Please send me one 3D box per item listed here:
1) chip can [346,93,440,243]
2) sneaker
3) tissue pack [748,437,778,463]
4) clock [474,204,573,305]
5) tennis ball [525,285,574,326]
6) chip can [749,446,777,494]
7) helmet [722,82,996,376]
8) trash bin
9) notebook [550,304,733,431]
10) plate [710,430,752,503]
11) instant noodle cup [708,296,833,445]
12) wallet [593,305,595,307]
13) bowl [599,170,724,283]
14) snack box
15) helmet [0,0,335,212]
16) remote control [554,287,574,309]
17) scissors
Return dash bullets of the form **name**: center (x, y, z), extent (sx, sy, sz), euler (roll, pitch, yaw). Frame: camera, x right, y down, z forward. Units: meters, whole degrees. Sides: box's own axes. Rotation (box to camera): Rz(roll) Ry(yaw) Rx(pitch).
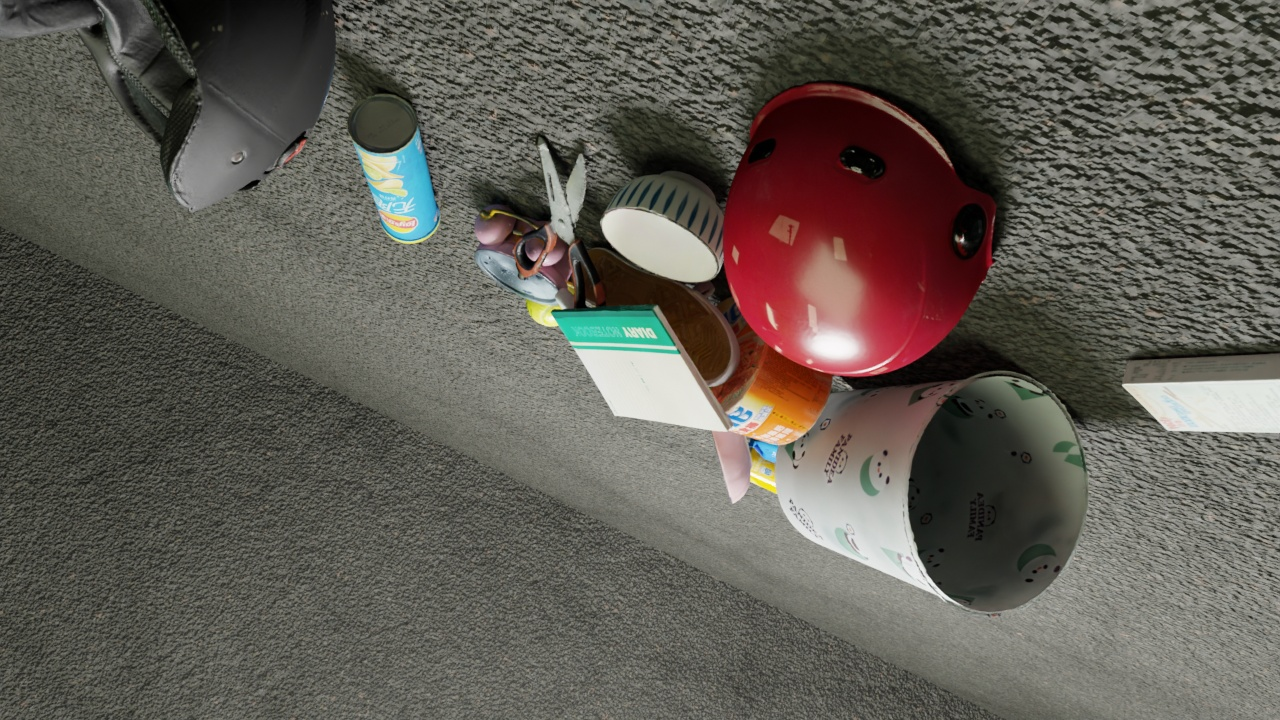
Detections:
- **chip can**: center (-0.266, -0.204, 1.010), extent (0.071, 0.071, 0.210), euler (25, 162, 2)
- **sneaker**: center (0.026, -0.046, 0.997), extent (0.241, 0.118, 0.087), euler (36, -170, 36)
- **tissue pack**: center (0.222, 0.095, 1.147), extent (0.157, 0.094, 0.052), euler (19, 155, 20)
- **clock**: center (-0.134, -0.127, 1.066), extent (0.117, 0.059, 0.158), euler (22, 163, 15)
- **tennis ball**: center (-0.113, -0.076, 1.168), extent (0.065, 0.065, 0.065), euler (23, 162, 8)
- **chip can**: center (0.257, 0.188, 1.395), extent (0.213, 0.072, 0.072), euler (25, 162, 7)
- **helmet**: center (0.149, -0.077, 0.700), extent (0.207, 0.143, 0.240), euler (16, 159, 35)
- **trash bin**: center (0.284, 0.125, 0.965), extent (0.229, 0.229, 0.252), euler (33, 167, -21)
- **notebook**: center (-0.006, 0.006, 0.957), extent (0.209, 0.012, 0.150), euler (3, 130, 57)
- **plate**: center (0.103, 0.077, 1.126), extent (0.039, 0.192, 0.192), euler (-15, 155, 3)
- **instant noodle cup**: center (0.127, 0.018, 0.992), extent (0.111, 0.151, 0.152), euler (25, 164, -27)
- **wallet**: center (0.000, -0.040, 1.135), extent (0.087, 0.024, 0.115), euler (44, 157, -30)
- **bowl**: center (0.029, -0.128, 0.832), extent (0.116, 0.066, 0.116), euler (22, 162, 8)
- **snack box**: center (0.478, 0.027, 0.722), extent (0.084, 0.026, 0.157), euler (35, 160, -27)
- **helmet**: center (-0.360, -0.260, 0.732), extent (0.233, 0.229, 0.275), euler (42, 160, -1)
- **remote control**: center (-0.045, -0.028, 1.038), extent (0.136, 0.020, 0.056), euler (45, 173, 19)
- **scissors**: center (-0.082, -0.125, 0.943), extent (0.189, 0.015, 0.225), euler (54, 144, -12)
